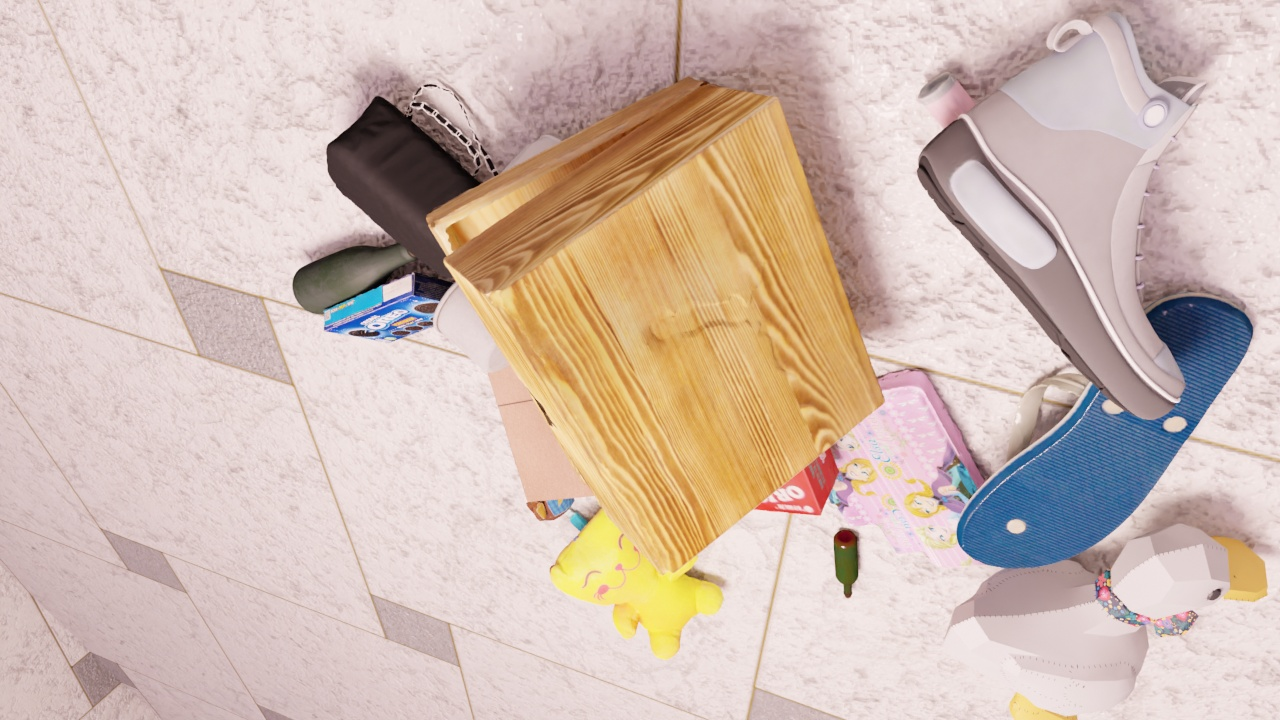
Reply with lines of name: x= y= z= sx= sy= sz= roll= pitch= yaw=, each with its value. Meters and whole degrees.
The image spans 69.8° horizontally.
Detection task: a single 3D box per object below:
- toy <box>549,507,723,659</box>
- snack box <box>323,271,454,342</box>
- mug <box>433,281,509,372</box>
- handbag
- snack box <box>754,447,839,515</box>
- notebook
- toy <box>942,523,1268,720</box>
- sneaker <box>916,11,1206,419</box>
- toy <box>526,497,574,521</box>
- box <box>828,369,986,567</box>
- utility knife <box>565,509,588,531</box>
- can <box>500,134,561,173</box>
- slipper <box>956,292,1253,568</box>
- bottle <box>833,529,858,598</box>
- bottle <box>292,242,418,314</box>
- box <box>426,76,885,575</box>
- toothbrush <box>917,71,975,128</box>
toy: x=-0.001 y=0.255 z=1.096 sx=0.194 sy=0.087 sz=0.134 roll=38 pitch=95 yaw=-16
snack box: x=-0.248 y=-0.051 z=0.938 sx=0.151 sy=0.027 sz=0.082 roll=-17 pitch=163 yaw=37
mug: x=-0.135 y=-0.051 z=0.869 sx=0.070 sy=0.084 sz=0.113 roll=41 pitch=105 yaw=13
handbag: x=-0.189 y=-0.157 z=0.814 sx=0.153 sy=0.114 sz=0.125 roll=39 pitch=161 yaw=-15
snack box: x=0.064 y=0.085 z=0.897 sx=0.237 sy=0.060 sz=0.113 roll=-2 pitch=129 yaw=37
notebook: x=-0.091 y=0.039 z=0.921 sx=0.142 sy=0.008 sz=0.209 roll=-11 pitch=99 yaw=35
toy: x=0.391 y=0.232 z=0.818 sx=0.246 sy=0.140 sz=0.268 roll=-2 pitch=141 yaw=-8
sneaker: x=0.309 y=-0.087 z=0.585 sx=0.256 sy=0.093 sz=0.161 roll=42 pitch=109 yaw=-16
toy: x=-0.124 y=0.147 z=1.088 sx=0.103 sy=0.070 sz=0.090 roll=-21 pitch=102 yaw=55
box: x=0.237 y=0.114 z=0.869 sx=0.160 sy=0.035 sz=0.230 roll=-15 pitch=121 yaw=38
utility knife: x=-0.069 y=0.204 z=1.133 sx=0.169 sy=0.015 sz=0.022 roll=44 pitch=126 yaw=-17
can: x=-0.091 y=-0.127 z=0.746 sx=0.064 sy=0.127 sz=0.064 roll=37 pitch=167 yaw=10
slipper: x=0.362 y=0.061 z=0.735 sx=0.118 sy=0.060 sz=0.296 roll=22 pitch=125 yaw=-1
bottle: x=0.222 y=0.223 z=0.988 sx=0.025 sy=0.025 sz=0.106 roll=7 pitch=134 yaw=23
bottle: x=-0.281 y=-0.092 z=0.931 sx=0.175 sy=0.055 sz=0.055 roll=-14 pitch=123 yaw=36
box: x=0.022 y=-0.036 z=0.694 sx=0.176 sy=0.247 sz=0.279 roll=38 pitch=160 yaw=56
toothbrush: x=0.271 y=-0.109 z=0.637 sx=0.222 sy=0.026 sz=0.027 roll=44 pitch=158 yaw=-16
